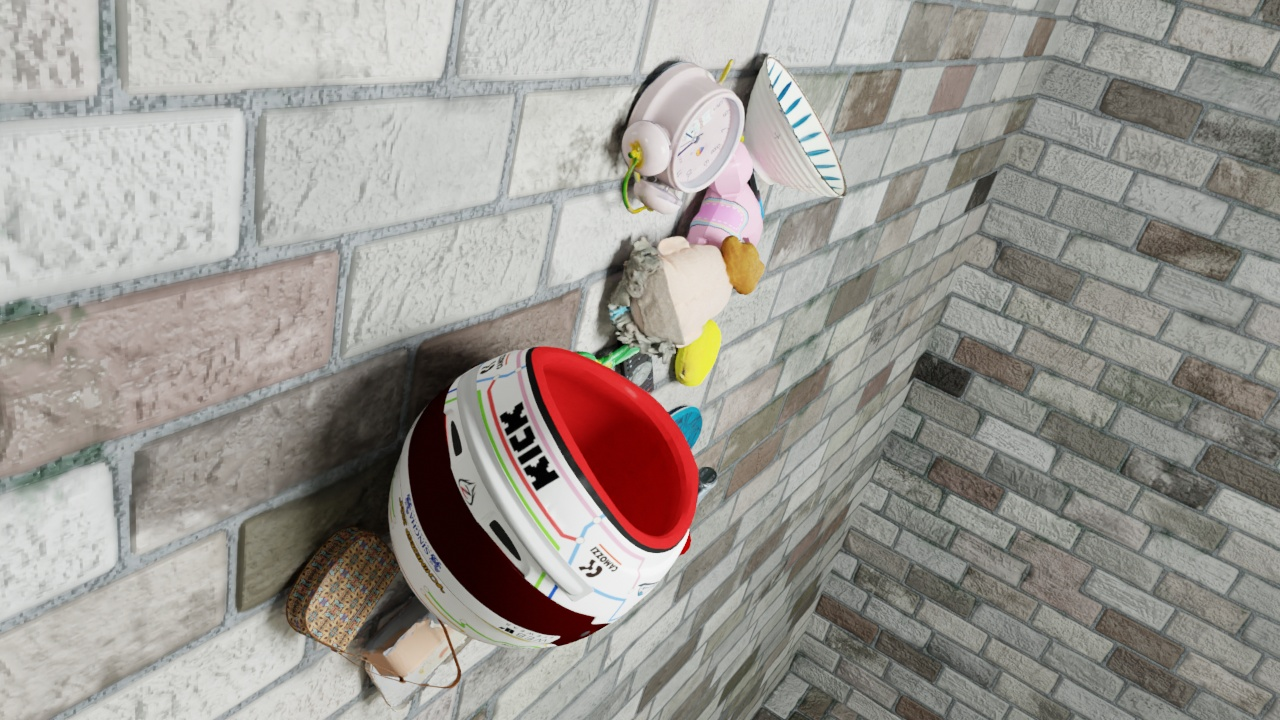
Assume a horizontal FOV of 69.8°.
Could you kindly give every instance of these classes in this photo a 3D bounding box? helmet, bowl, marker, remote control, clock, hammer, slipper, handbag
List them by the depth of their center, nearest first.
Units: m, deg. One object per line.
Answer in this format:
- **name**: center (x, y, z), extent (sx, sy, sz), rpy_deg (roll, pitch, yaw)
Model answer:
- **helmet**: center (-0.092, 0.122, 0.763), extent (0.236, 0.231, 0.314), rpy_deg (-34, 163, 16)
- **handbag**: center (-0.216, 0.225, 0.788), extent (0.093, 0.043, 0.196), rpy_deg (-59, 133, -28)
- **clock**: center (0.033, -0.204, 0.866), extent (0.157, 0.059, 0.117), rpy_deg (-46, 152, -17)
- **bowl**: center (0.159, -0.247, 1.033), extent (0.071, 0.177, 0.177), rpy_deg (-27, 170, 26)
- **remote control**: center (-0.006, 0.006, 1.068), extent (0.045, 0.021, 0.141), rpy_deg (-41, 151, -22)
- **marker**: center (0.139, -0.214, 1.134), extent (0.123, 0.015, 0.018), rpy_deg (63, 24, -60)
- **slipper**: center (0.016, 0.152, 1.226), extent (0.293, 0.060, 0.118), rpy_deg (-37, 143, -43)
- **hammer**: center (0.038, 0.243, 1.288), extent (0.140, 0.036, 0.327), rpy_deg (-40, 165, -42)

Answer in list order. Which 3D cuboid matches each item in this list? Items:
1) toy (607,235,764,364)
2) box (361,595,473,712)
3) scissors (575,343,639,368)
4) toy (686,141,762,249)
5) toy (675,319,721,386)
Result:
- **toy**: center (0.047, -0.079, 0.964), extent (0.175, 0.076, 0.133), rpy_deg (-20, 120, -11)
- **box**: center (-0.171, 0.249, 0.920), extent (0.216, 0.094, 0.121), rpy_deg (-43, -169, -36)
- **scissors**: center (-0.037, 0.013, 0.993), extent (0.131, 0.013, 0.078), rpy_deg (-23, 133, -38)
- **toy**: center (0.090, -0.163, 1.014), extent (0.123, 0.067, 0.158), rpy_deg (-62, 154, -24)
- **toy**: center (0.077, -0.009, 1.197), extent (0.094, 0.041, 0.096), rpy_deg (-48, 153, -39)
